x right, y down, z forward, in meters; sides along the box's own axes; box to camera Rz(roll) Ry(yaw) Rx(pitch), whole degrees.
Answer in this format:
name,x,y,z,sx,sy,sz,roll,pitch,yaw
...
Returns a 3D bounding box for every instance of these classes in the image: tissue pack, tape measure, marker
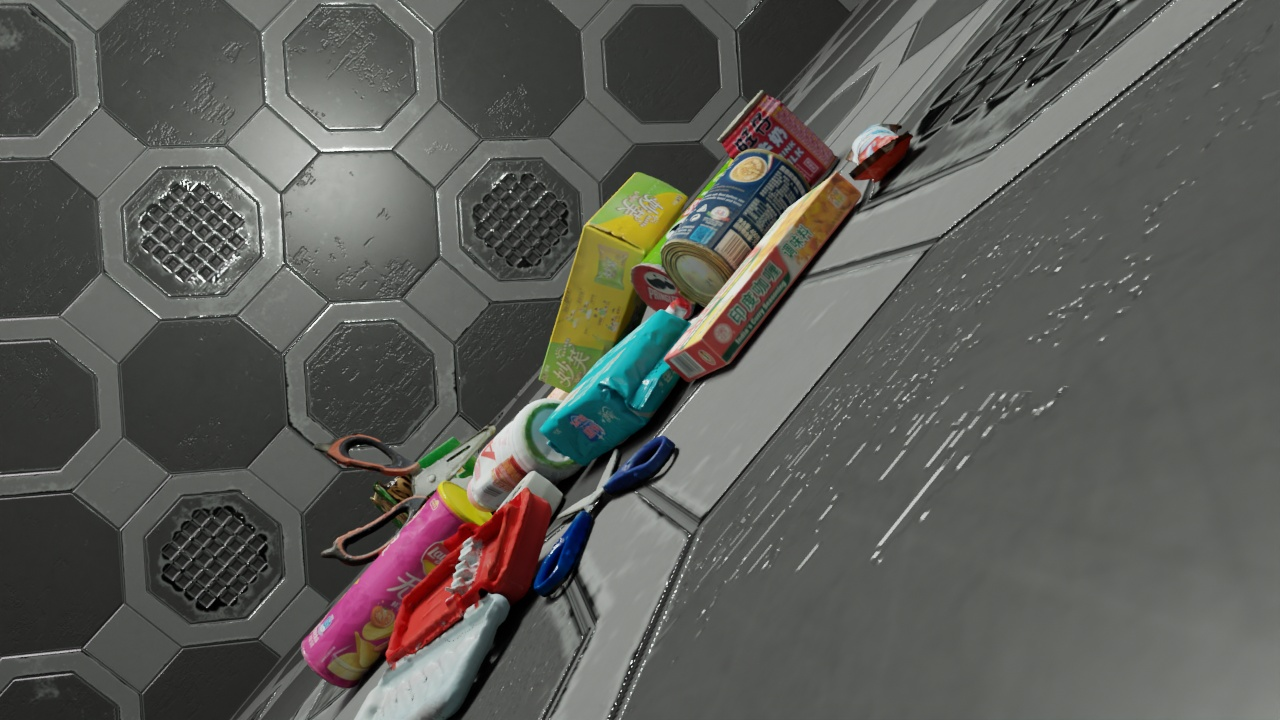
name,x,y,z,sx,sy,sz,roll,pitch,yaw
tissue pack,-0.013,0.022,0.689,0.093,0.050,0.134,-51,8,-35
tape measure,-0.091,0.119,0.707,0.066,0.033,0.065,-45,9,44
marker,-0.005,0.005,0.808,0.145,0.017,0.017,-53,5,19

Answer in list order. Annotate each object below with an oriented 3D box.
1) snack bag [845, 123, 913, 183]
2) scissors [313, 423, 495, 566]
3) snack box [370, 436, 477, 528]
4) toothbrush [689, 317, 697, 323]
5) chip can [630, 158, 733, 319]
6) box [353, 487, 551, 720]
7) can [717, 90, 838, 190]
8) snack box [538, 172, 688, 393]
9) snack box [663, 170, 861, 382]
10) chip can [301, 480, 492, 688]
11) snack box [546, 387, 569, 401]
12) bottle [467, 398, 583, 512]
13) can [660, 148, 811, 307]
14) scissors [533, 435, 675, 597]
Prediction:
name,x,y,z,sx,sy,sz,roll,pitch,yaw
snack bag,0.161,-0.144,0.625,0.048,0.026,0.104,-33,13,21
scissors,-0.239,0.133,0.959,0.015,0.225,0.188,109,173,-55
snack box,-0.226,0.152,1.036,0.105,0.117,0.118,-47,3,-25
toothbrush,0.039,-0.032,0.804,0.016,0.016,0.180,-57,8,-7
chip can,0.085,-0.144,0.914,0.235,0.072,0.072,-51,7,-25
box,-0.131,0.183,0.600,0.202,0.039,0.157,-43,24,44
can,0.124,-0.191,0.835,0.066,0.094,0.066,-47,7,7
snack box,-0.029,-0.080,1.005,0.157,0.070,0.211,-58,-10,-53
snack box,0.082,-0.055,0.619,0.155,0.027,0.077,-50,6,-18
chip can,-0.235,0.218,0.893,0.210,0.071,0.071,-48,7,3
snack box,-0.109,0.062,1.160,0.084,0.026,0.157,-50,7,-13
bottle,-0.108,0.094,0.815,0.068,0.068,0.197,-53,7,-33
can,0.075,-0.101,0.717,0.111,0.075,0.075,-52,8,-24
scissors,-0.027,0.089,0.571,0.163,0.012,0.173,-44,7,39
